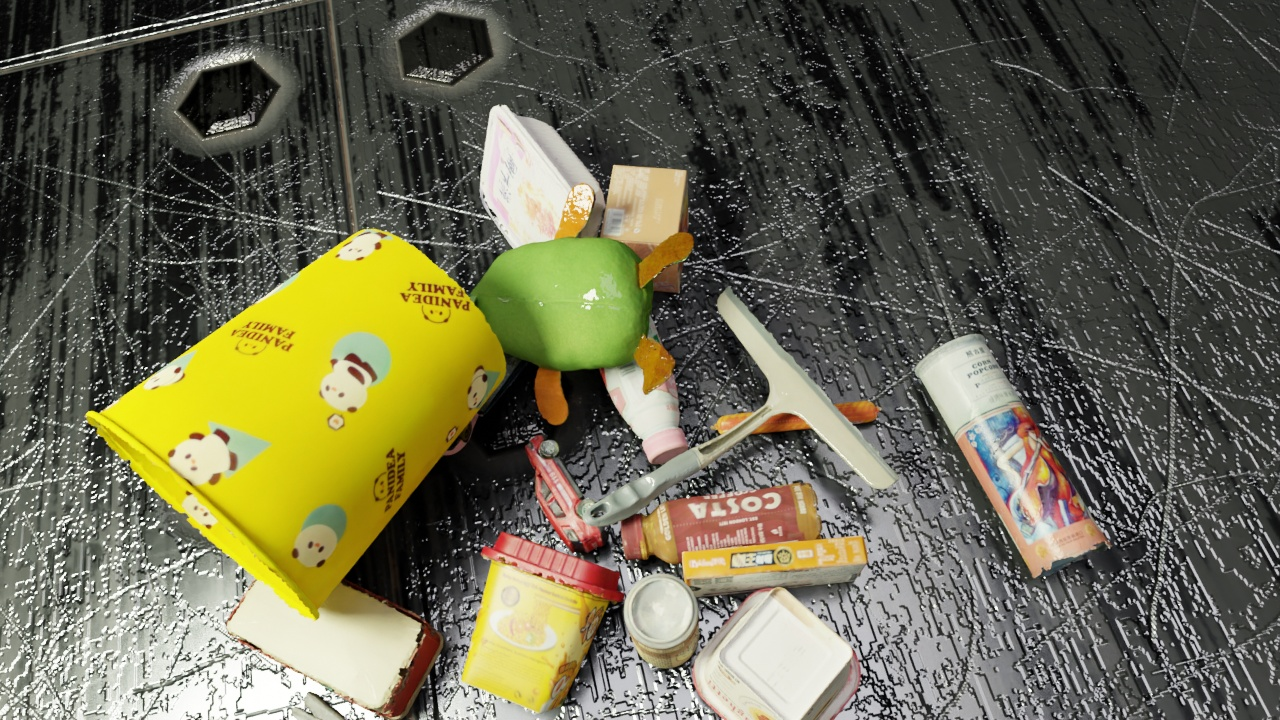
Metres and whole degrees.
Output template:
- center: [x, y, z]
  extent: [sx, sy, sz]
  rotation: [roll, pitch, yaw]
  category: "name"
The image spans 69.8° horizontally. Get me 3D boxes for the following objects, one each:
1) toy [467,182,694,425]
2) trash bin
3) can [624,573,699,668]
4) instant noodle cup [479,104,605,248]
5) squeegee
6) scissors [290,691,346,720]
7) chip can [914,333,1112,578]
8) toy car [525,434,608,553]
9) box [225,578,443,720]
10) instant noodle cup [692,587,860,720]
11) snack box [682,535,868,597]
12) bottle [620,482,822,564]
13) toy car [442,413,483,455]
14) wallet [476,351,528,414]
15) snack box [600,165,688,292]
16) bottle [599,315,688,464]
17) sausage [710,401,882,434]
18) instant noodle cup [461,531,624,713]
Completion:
- center: [-0.062, -0.052, 0.849]
  extent: [0.247, 0.090, 0.227]
  rotation: [7, 87, 31]
  category: "toy"
- center: [-0.263, 0.040, 0.760]
  extent: [0.230, 0.230, 0.254]
  rotation: [31, 61, 18]
  category: "trash bin"
- center: [0.019, 0.218, 0.759]
  extent: [0.058, 0.116, 0.058]
  rotation: [-2, 63, 3]
  category: "can"
- center: [-0.100, -0.172, 0.962]
  extent: [0.060, 0.138, 0.173]
  rotation: [-18, 57, -30]
  category: "instant noodle cup"
- center: [0.055, 0.084, 0.825]
  extent: [0.246, 0.039, 0.246]
  rotation: [-31, 63, -15]
  category: "squeegee"
- center: [-0.200, 0.340, 0.776]
  extent: [0.194, 0.015, 0.206]
  rotation: [-20, 64, -4]
  category: "scissors"
- center: [0.330, 0.084, 0.825]
  extent: [0.071, 0.071, 0.214]
  rotation: [-20, 65, -5]
  category: "chip can"
- center: [-0.073, 0.124, 0.849]
  extent: [0.045, 0.053, 0.120]
  rotation: [-28, 64, -12]
  category: "toy car"
- center: [-0.267, 0.238, 0.795]
  extent: [0.168, 0.079, 0.091]
  rotation: [21, 66, 15]
  category: "box"
- center: [0.111, 0.244, 0.734]
  extent: [0.116, 0.124, 0.116]
  rotation: [39, 73, 21]
  category: "instant noodle cup"
- center: [0.114, 0.179, 0.793]
  extent: [0.154, 0.075, 0.026]
  rotation: [-6, 64, 2]
  category: "snack box"
- center: [0.071, 0.148, 0.822]
  extent: [0.175, 0.057, 0.057]
  rotation: [-8, 63, 1]
  category: "bottle"
- center: [-0.183, 0.041, 0.910]
  extent: [0.056, 0.037, 0.122]
  rotation: [14, 53, 5]
  category: "toy car"
- center: [-0.163, -0.007, 0.917]
  extent: [0.097, 0.019, 0.120]
  rotation: [24, 55, 16]
  category: "wallet"
- center: [0.007, -0.134, 0.946]
  extent: [0.077, 0.094, 0.092]
  rotation: [5, 64, 7]
  category: "snack box"
- center: [-0.005, 0.005, 0.897]
  extent: [0.068, 0.068, 0.196]
  rotation: [-20, 68, -5]
  category: "bottle"
- center: [0.150, 0.056, 0.881]
  extent: [0.165, 0.021, 0.021]
  rotation: [-6, 63, 2]
  category: "sausage"
- center: [-0.087, 0.222, 0.776]
  extent: [0.116, 0.116, 0.123]
  rotation: [17, 78, 13]
  category: "instant noodle cup"
